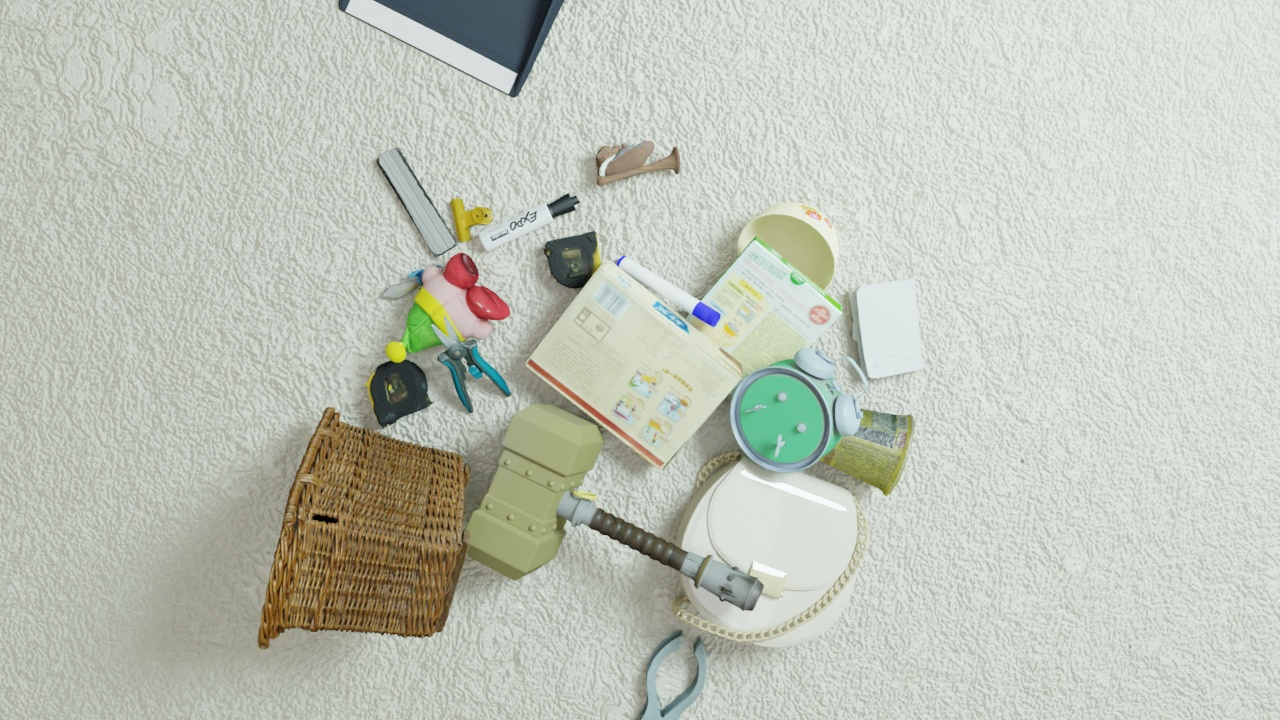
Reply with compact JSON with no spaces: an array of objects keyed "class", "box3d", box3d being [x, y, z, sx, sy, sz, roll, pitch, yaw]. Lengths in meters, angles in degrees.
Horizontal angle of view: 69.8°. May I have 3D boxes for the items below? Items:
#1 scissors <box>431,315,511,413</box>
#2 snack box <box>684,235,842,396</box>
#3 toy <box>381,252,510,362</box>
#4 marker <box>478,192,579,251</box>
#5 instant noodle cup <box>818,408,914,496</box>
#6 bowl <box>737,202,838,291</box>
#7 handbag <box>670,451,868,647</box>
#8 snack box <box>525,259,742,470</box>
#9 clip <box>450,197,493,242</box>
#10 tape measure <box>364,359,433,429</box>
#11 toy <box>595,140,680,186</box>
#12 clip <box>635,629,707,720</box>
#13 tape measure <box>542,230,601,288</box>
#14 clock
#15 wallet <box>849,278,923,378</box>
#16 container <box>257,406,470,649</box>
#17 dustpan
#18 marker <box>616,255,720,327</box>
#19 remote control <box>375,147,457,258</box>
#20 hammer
[{"class":"scissors","box3d":[-0.200,0.009,1.074,0.149,0.019,0.122,19,119,-34]},{"class":"snack box","box3d":[0.131,-0.041,1.077,0.132,0.027,0.168,39,117,-4]},{"class":"toy","box3d":[-0.238,-0.059,1.068,0.132,0.096,0.124,-39,88,21]},{"class":"marker","box3d":[-0.131,-0.166,1.092,0.126,0.025,0.025,-25,95,0]},{"class":"instant noodle cup","box3d":[0.258,0.098,1.094,0.108,0.102,0.102,18,93,5]},{"class":"bowl","box3d":[0.182,-0.140,1.073,0.118,0.118,0.073,39,50,-4]},{"class":"handbag","box3d":[0.149,0.230,1.103,0.210,0.103,0.208,20,85,-3]},{"class":"snack box","box3d":[-0.006,0.006,1.076,0.207,0.055,0.153,38,108,-4]},{"class":"clip","box3d":[-0.201,-0.170,1.087,0.046,0.035,0.053,-10,93,7]},{"class":"tape measure","box3d":[-0.290,0.035,1.095,0.071,0.042,0.072,-23,92,3]},{"class":"toy","box3d":[-0.009,-0.234,1.081,0.101,0.042,0.054,-18,56,-10]},{"class":"clip","box3d":[0.019,0.411,1.140,0.108,0.028,0.163,17,93,-1]},{"class":"tape measure","box3d":[-0.079,-0.117,1.090,0.067,0.038,0.062,-11,95,-1]},{"class":"clock","box3d":[0.180,0.052,1.028,0.162,0.075,0.122,-36,80,34]},{"class":"wallet","box3d":[0.298,-0.038,1.114,0.086,0.032,0.116,-5,92,-12]},{"class":"container","box3d":[-0.289,0.187,1.003,0.183,0.249,0.162,14,109,-14]},{"class":"dustpan","box3d":[-0.190,-0.482,1.038,0.236,0.080,0.273,26,93,-3]},{"class":"marker","box3d":[0.032,-0.081,1.077,0.141,0.020,0.020,33,93,22]},{"class":"remote control","box3d":[-0.267,-0.188,1.092,0.033,0.013,0.136,-31,96,2]},{"class":"hammer","box3d":[-0.016,0.197,1.040,0.325,0.100,0.190,24,93,13]}]
